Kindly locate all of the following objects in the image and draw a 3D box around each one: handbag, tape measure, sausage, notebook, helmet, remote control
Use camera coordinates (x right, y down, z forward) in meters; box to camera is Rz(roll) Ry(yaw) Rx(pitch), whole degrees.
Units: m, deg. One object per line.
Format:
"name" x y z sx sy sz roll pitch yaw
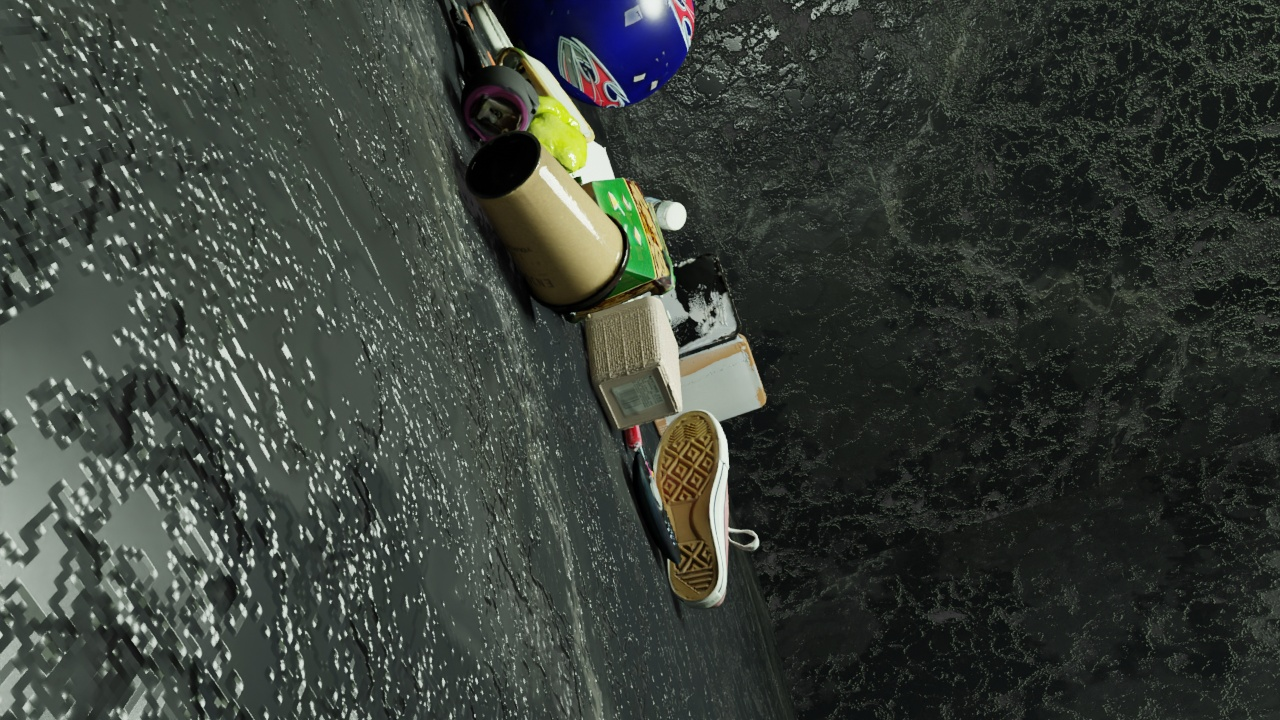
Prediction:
"handbag" -0.126 -0.295 0.983 0.179 0.063 0.163 56 8 -11
"tape measure" -0.111 -0.197 0.714 0.058 0.057 0.039 24 33 -23
"sausage" -0.015 0.057 1.081 0.155 0.020 0.020 -101 172 -56
"notebook" -0.070 -0.217 1.134 0.150 0.012 0.209 22 43 -47
"helmet" -0.046 -0.455 1.211 0.240 0.247 0.315 54 7 14
"remote control" 0.013 0.160 0.983 0.053 0.024 0.136 -89 159 -70

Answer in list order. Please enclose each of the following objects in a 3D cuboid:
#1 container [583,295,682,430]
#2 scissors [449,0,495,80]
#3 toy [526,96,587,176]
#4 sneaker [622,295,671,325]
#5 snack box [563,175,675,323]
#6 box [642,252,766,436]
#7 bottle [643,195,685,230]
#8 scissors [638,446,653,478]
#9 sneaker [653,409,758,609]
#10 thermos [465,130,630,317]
"container" -0.006 0.006 0.975 0.110 0.090 0.090 -97 168 -53
"scissors" -0.149 -0.272 0.799 0.235 0.022 0.220 60 8 -67
"toy" -0.080 -0.215 0.867 0.096 0.031 0.100 -13 64 -55
"sneaker" -0.025 -0.125 1.210 0.089 0.091 0.242 -102 172 -57
"snack box" -0.050 -0.101 0.822 0.105 0.118 0.117 -10 81 -72
"box" 0.073 -0.016 1.379 0.110 0.179 0.259 -67 139 -82
"bottle" -0.014 -0.204 1.242 0.195 0.044 0.080 19 -20 49
"scissors" 0.006 0.132 1.083 0.137 0.017 0.073 -107 -177 -73
"sneaker" 0.072 0.179 1.087 0.088 0.118 0.240 53 31 -56
"thermos" -0.070 -0.103 0.696 0.143 0.093 0.093 51 20 -54
